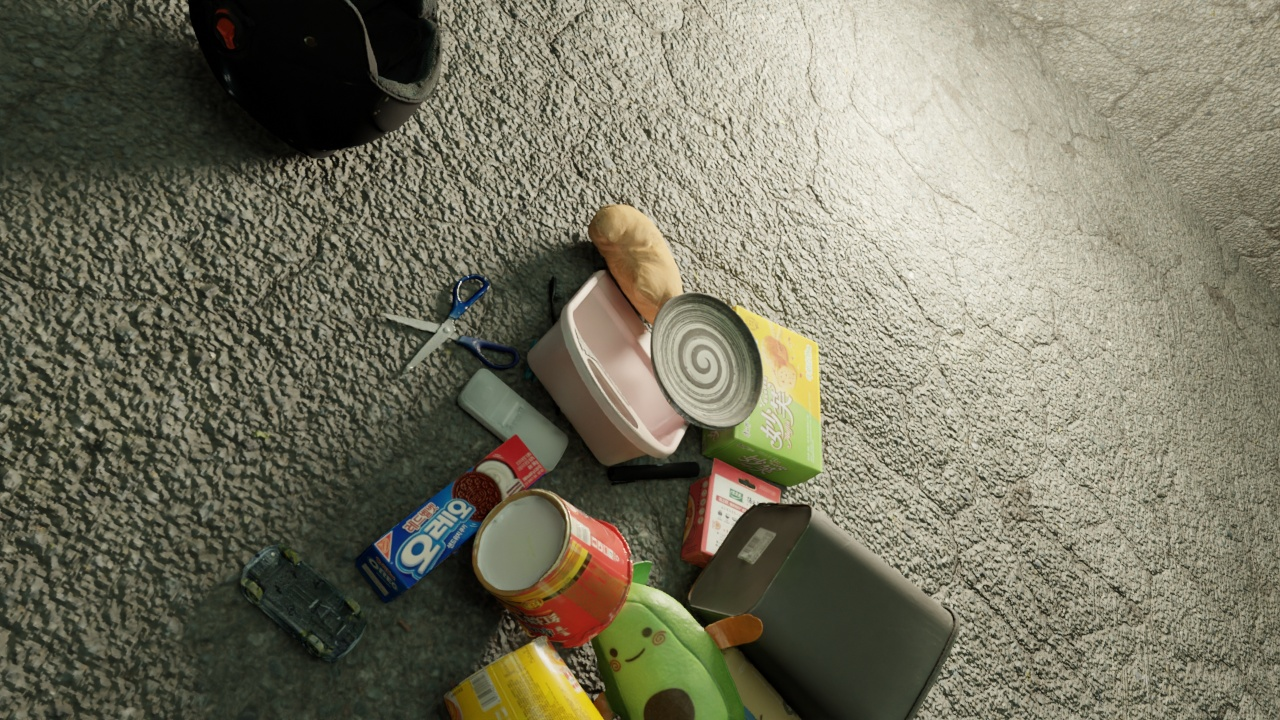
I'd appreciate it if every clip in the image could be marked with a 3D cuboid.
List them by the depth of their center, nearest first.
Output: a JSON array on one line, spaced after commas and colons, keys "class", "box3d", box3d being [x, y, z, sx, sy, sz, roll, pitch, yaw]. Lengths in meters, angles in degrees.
[{"class": "clip", "box3d": [-0.124, 0.002, 1.086, 0.038, 0.013, 0.055, 33, 49, -19]}]

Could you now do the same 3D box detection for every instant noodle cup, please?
[{"class": "instant noodle cup", "box3d": [-0.110, 0.330, 0.848, 0.137, 0.138, 0.109, -18, 70, -42]}, {"class": "instant noodle cup", "box3d": [-0.090, 0.195, 0.900, 0.108, 0.138, 0.137, 53, 37, -46]}]

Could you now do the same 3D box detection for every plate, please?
[{"class": "plate", "box3d": [0.079, 0.002, 1.145, 0.179, 0.024, 0.179, 13, 66, -32]}]

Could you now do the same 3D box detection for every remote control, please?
[{"class": "remote control", "box3d": [-0.142, 0.068, 1.031, 0.136, 0.020, 0.055, 41, 49, -14]}]

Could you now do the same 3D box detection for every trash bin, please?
[{"class": "trash bin", "box3d": [0.195, 0.286, 1.034, 0.220, 0.199, 0.198, 44, 68, -12]}]

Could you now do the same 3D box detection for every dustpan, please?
[{"class": "dustpan", "box3d": [-0.006, 0.006, 1.078, 0.222, 0.139, 0.272, 52, 45, -8]}]

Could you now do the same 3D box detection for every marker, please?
[{"class": "marker", "box3d": [0.018, 0.137, 1.120, 0.131, 0.020, 0.022, 1, 74, -37]}]

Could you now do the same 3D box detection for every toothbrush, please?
[{"class": "toothbrush", "box3d": [-0.100, -0.020, 1.115, 0.016, 0.014, 0.188, 10, 62, -28]}]

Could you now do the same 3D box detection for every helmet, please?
[{"class": "helmet", "box3d": [-0.343, -0.347, 0.952, 0.274, 0.231, 0.232, 38, 34, -17]}]

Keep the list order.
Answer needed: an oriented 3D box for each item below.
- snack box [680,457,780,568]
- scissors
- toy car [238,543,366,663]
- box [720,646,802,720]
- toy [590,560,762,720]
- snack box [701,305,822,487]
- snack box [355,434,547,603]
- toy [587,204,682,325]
[{"class": "snack box", "box3d": [0.114, 0.203, 1.144, 0.113, 0.044, 0.126, 28, 54, -23]}, {"class": "scissors", "box3d": [-0.209, -0.035, 1.040, 0.162, 0.012, 0.175, 35, 51, -19]}, {"class": "toy car", "box3d": [-0.301, 0.217, 0.818, 0.120, 0.037, 0.054, 41, 48, 0]}, {"class": "box", "box3d": [0.113, 0.390, 1.014, 0.184, 0.090, 0.059, 47, 48, -5]}, {"class": "toy", "box3d": [0.031, 0.330, 0.925, 0.227, 0.090, 0.246, -33, 85, 0]}, {"class": "snack box", "box3d": [0.167, 0.049, 1.250, 0.157, 0.070, 0.209, 23, 55, -28]}, {"class": "snack box", "box3d": [-0.186, 0.156, 0.925, 0.058, 0.057, 0.206, 51, 47, 0]}, {"class": "toy", "box3d": [0.010, -0.102, 1.191, 0.226, 0.083, 0.143, 61, 28, 5]}]
